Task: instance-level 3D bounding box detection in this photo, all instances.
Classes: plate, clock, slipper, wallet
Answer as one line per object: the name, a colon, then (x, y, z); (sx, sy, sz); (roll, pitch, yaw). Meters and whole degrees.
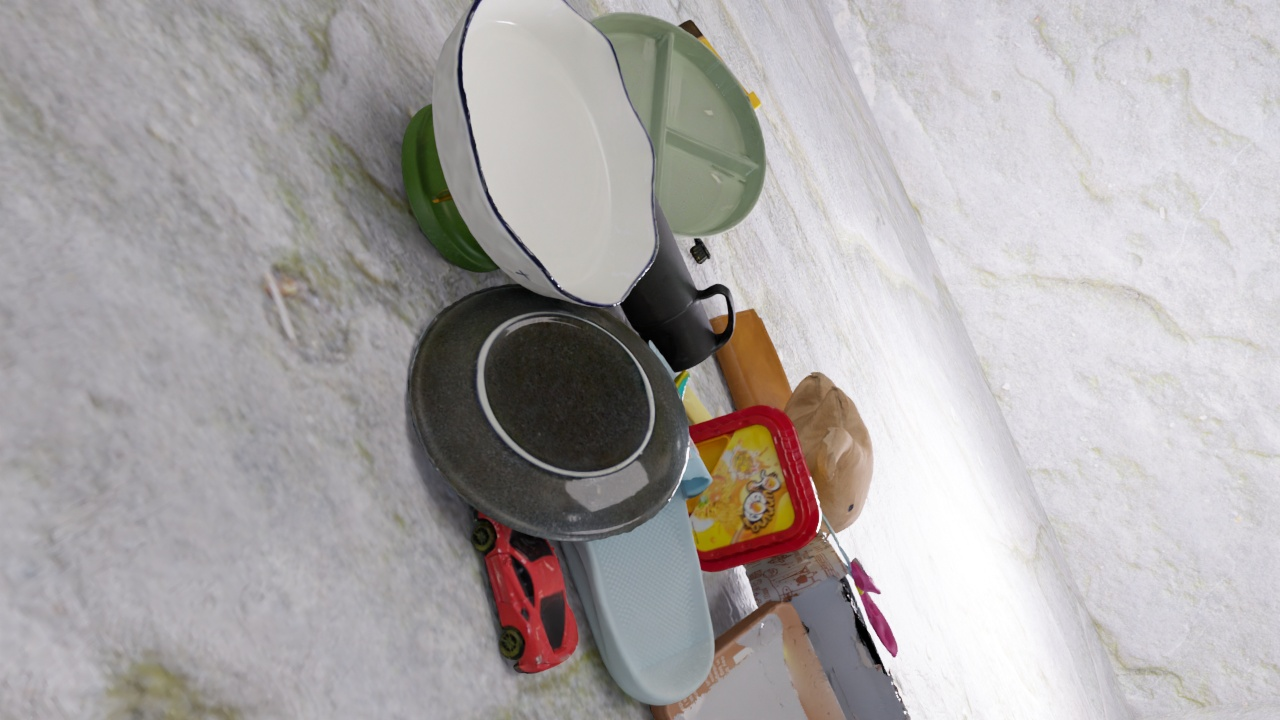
plate: (-0.056, -0.132, 0.576); (0.204, 0.046, 0.204); (27, 58, -53)
clock: (-0.088, -0.116, 0.620); (0.161, 0.056, 0.116); (26, 59, -55)
plate: (0.019, -0.215, 0.850); (0.230, 0.028, 0.229); (12, 66, -28)
slipper: (-0.001, 0.097, 0.592); (0.103, 0.074, 0.245); (-8, 79, -36)
plate: (-0.047, 0.022, 0.548); (0.179, 0.024, 0.179); (16, 51, -21)
wallet: (0.123, 0.010, 0.964); (0.118, 0.035, 0.130); (-15, 83, -60)

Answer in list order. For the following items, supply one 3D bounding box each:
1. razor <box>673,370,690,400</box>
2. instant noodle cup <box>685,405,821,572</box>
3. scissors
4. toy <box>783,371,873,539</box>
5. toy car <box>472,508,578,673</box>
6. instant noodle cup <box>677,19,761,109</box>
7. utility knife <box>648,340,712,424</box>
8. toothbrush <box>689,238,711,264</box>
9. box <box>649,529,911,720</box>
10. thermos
razor: (0.020, 0.061, 0.701); (0.028, 0.043, 0.132); (24, 57, -17)
instant noodle cup: (0.088, 0.107, 0.755); (0.123, 0.116, 0.116); (27, 46, -69)
scissors: (0.179, 0.184, 0.750); (0.133, 0.017, 0.131); (120, -56, -89)
toy: (0.173, 0.093, 0.843); (0.226, 0.082, 0.143); (-74, 155, -82)
toy car: (-0.065, 0.124, 0.529); (0.049, 0.031, 0.106); (5, 64, -62)
instant noodle cup: (0.047, -0.283, 0.969); (0.114, 0.119, 0.118); (54, 28, -10)
utility knife: (0.049, 0.042, 0.791); (0.208, 0.021, 0.030); (59, 27, -53)
toothbrush: (0.018, -0.190, 0.936); (0.027, 0.026, 0.213); (-42, 113, -26)
box: (0.126, 0.256, 0.701); (0.270, 0.133, 0.179); (-30, 97, -59)
thermos: (0.001, -0.106, 0.738); (0.242, 0.090, 0.068); (61, 21, -27)
